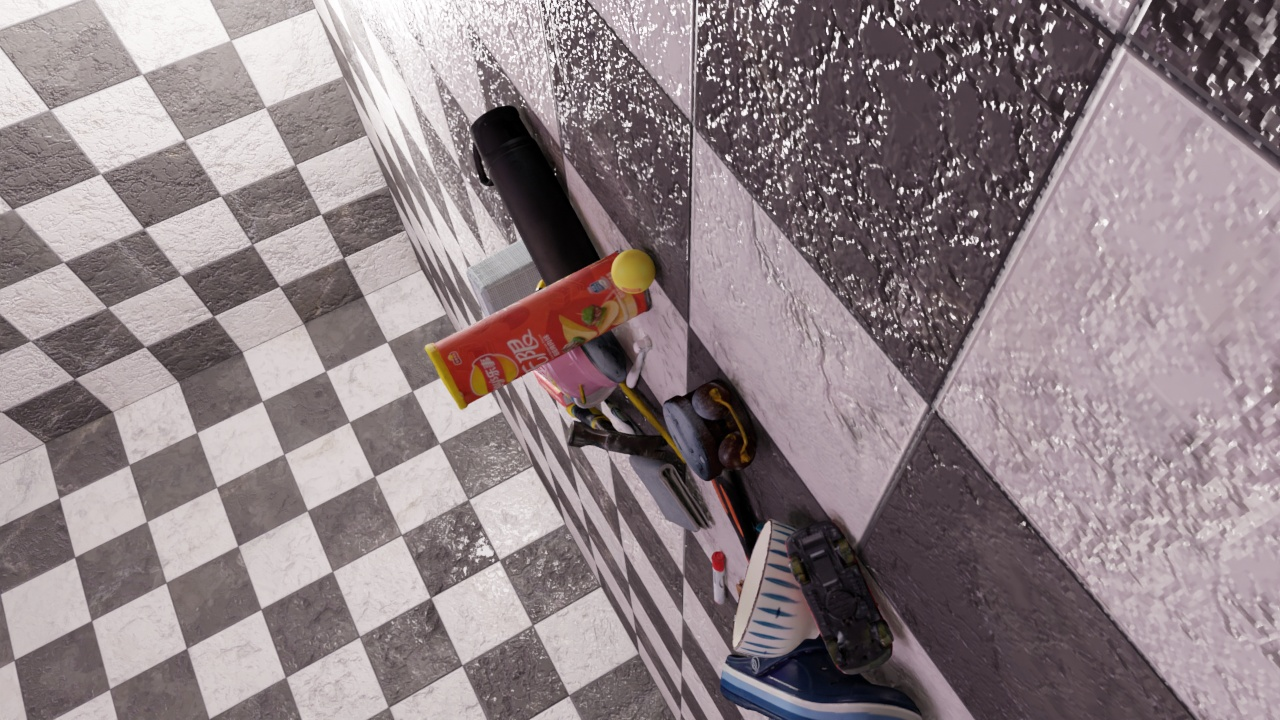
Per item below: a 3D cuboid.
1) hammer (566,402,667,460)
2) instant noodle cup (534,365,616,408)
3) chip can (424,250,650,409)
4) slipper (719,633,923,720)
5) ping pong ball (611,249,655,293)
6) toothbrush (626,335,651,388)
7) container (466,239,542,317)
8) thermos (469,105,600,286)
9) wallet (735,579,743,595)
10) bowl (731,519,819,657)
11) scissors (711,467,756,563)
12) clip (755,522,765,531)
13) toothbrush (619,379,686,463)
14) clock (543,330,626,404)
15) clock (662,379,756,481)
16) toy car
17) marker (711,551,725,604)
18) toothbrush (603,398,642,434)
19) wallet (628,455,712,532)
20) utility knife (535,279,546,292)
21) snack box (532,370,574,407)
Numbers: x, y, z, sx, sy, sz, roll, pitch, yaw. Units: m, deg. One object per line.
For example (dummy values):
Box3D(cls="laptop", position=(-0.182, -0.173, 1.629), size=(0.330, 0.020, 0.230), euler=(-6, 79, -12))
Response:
Box3D(cls="hammer", position=(-0.050, 0.085, 1.201), size=(0.323, 0.126, 0.032), euler=(-162, 84, -78))
Box3D(cls="instant noodle cup", position=(-0.088, 0.004, 1.219), size=(0.110, 0.099, 0.099), euler=(44, 158, 34))
Box3D(cls="chip can", position=(-0.099, -0.031, 0.903), size=(0.073, 0.216, 0.073), euler=(58, 168, 21))
Box3D(cls="slipper", position=(0.163, 0.290, 0.828), size=(0.253, 0.105, 0.095), euler=(-19, 56, 63))
Box3D(cls="ping pong ball", position=(-0.006, -0.081, 0.837), size=(0.040, 0.040, 0.040), euler=(57, 166, 23))
Box3D(cls="toothbrush", position=(-0.006, 0.006, 1.061), size=(0.016, 0.016, 0.180), euler=(64, 168, 12))
Box3D(cls="container", position=(-0.167, -0.103, 1.251), size=(0.090, 0.111, 0.090), euler=(47, 159, 50))
Box3D(cls="thermos", position=(-0.113, -0.157, 1.019), size=(0.090, 0.068, 0.242), euler=(-36, 79, 48))
Box3D(cls="wallet", position=(0.153, 0.325, 1.080), size=(0.101, 0.020, 0.115), euler=(25, 137, 67))
Box3D(cls="bowl", position=(0.126, 0.201, 0.790), size=(0.066, 0.116, 0.117), euler=(16, 158, 4))
Box3D(cls="scissors", position=(0.115, 0.192, 0.973), size=(0.139, 0.021, 0.235), euler=(-119, 6, -45))
Box3D(cls="clip", position=(0.129, 0.174, 0.883), size=(0.034, 0.013, 0.055), euler=(61, 166, 2))
Box3D(cls="toothbrush", position=(0.017, 0.068, 1.100), size=(0.190, 0.016, 0.016), euler=(47, 160, 54))
Box3D(cls="clock", position=(-0.070, -0.018, 1.094), size=(0.117, 0.060, 0.158), euler=(55, -161, -11))
Box3D(cls="clock", position=(0.065, 0.060, 0.814), size=(0.082, 0.055, 0.122), euler=(63, 166, 1))
Box3D(cls="toy car", position=(0.156, 0.184, 0.720), size=(0.045, 0.053, 0.120), euler=(11, -124, -79))
Box3D(cls="marker", position=(0.103, 0.286, 1.197), size=(0.017, 0.017, 0.145), euler=(54, 164, 33))
Box3D(cls="toothbrush", position=(-0.033, 0.072, 1.295), size=(0.191, 0.016, 0.018), euler=(-136, 33, -55))
Box3D(cls="wallet", position=(0.039, 0.165, 1.155), size=(0.106, 0.037, 0.130), euler=(56, 166, -11))
Box3D(cls="utility knife", position=(-0.099, -0.094, 1.091), size=(0.033, 0.015, 0.176), euler=(49, -164, -12))
Box3D(cls="snack box", position=(-0.102, 0.023, 1.329), size=(0.025, 0.075, 0.153), euler=(66, 166, -19))
